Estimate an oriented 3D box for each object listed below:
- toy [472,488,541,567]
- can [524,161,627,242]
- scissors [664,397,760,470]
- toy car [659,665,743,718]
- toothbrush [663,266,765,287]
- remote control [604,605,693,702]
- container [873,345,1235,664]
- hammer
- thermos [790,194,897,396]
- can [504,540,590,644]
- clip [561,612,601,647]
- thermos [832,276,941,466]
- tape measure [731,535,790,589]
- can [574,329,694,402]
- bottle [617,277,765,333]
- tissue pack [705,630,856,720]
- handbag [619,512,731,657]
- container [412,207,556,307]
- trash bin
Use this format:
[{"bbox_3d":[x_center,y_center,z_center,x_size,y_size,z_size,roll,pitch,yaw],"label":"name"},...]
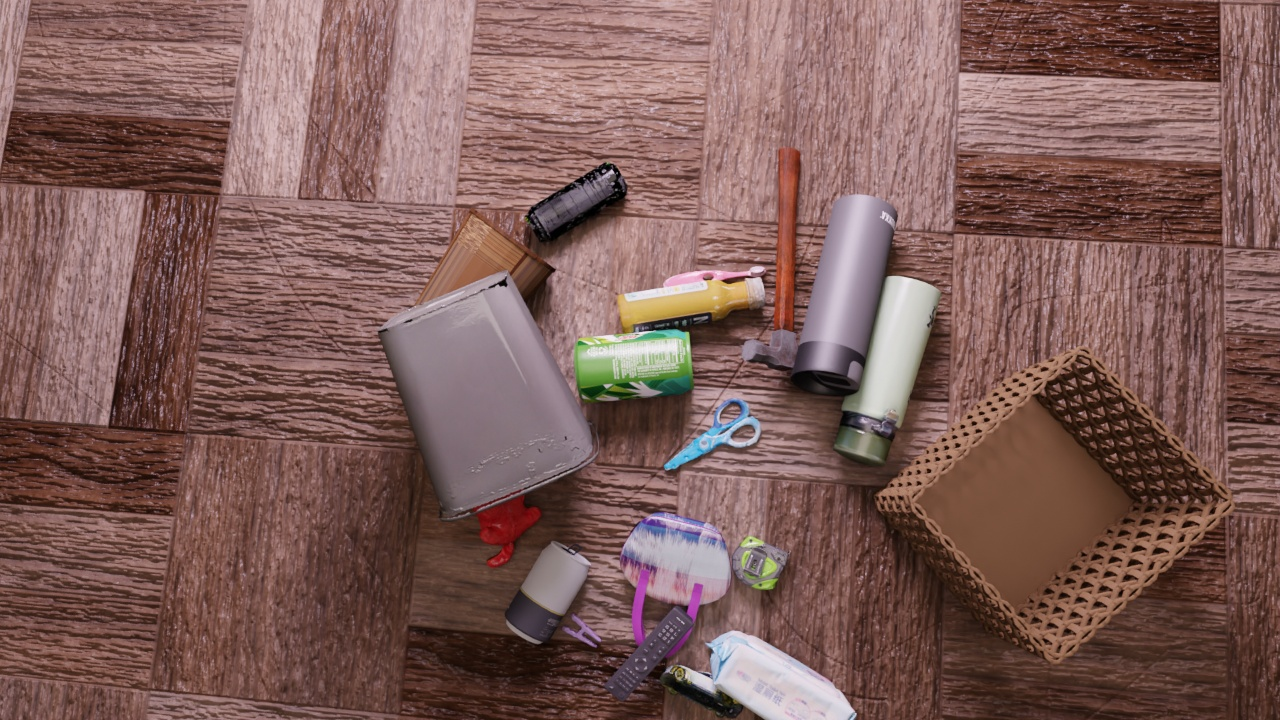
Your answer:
[{"bbox_3d":[-0.183,0.193,1.167,0.088,0.094,0.133,-12,107,-37],"label":"toy"},{"bbox_3d":[-0.084,-0.208,1.211,0.137,0.054,0.054,-31,81,0],"label":"can"},{"bbox_3d":[0.088,0.103,1.175,0.135,0.015,0.066,-33,81,1],"label":"scissors"},{"bbox_3d":[0.076,0.398,1.115,0.105,0.048,0.032,24,51,6],"label":"toy car"},{"bbox_3d":[0.097,-0.109,1.202,0.135,0.016,0.021,-8,77,3],"label":"toothbrush"},{"bbox_3d":[0.010,0.354,1.106,0.032,0.015,0.136,40,100,2],"label":"remote control"},{"bbox_3d":[0.443,0.159,1.035,0.251,0.214,0.219,-41,81,-2],"label":"container"},{"bbox_3d":[0.187,-0.133,1.173,0.111,0.028,0.300,14,72,-31],"label":"hammer"},{"bbox_3d":[0.252,-0.079,1.130,0.082,0.082,0.240,15,73,6],"label":"thermos"},{"bbox_3d":[-0.111,0.282,1.136,0.064,0.064,0.127,30,85,8],"label":"can"},{"bbox_3d":[-0.078,0.344,1.151,0.041,0.014,0.052,-33,78,-1],"label":"clip"},{"bbox_3d":[0.304,0.016,1.134,0.082,0.082,0.231,19,83,7],"label":"thermos"},{"bbox_3d":[0.145,0.252,1.135,0.065,0.036,0.058,20,84,7],"label":"tape measure"},{"bbox_3d":[-0.007,0.007,1.158,0.144,0.083,0.083,-5,81,3],"label":"can"},{"bbox_3d":[0.065,-0.073,1.179,0.186,0.053,0.053,-9,81,0],"label":"bottle"},{"bbox_3d":[0.159,0.380,1.076,0.182,0.112,0.070,31,86,8],"label":"tissue pack"},{"bbox_3d":[0.035,0.280,1.132,0.144,0.068,0.170,13,89,6],"label":"handbag"},{"bbox_3d":[-0.211,-0.088,1.171,0.132,0.132,0.167,37,92,8],"label":"container"},{"bbox_3d":[-0.181,0.030,1.057,0.197,0.197,0.220,-23,102,-1],"label":"trash bin"}]
